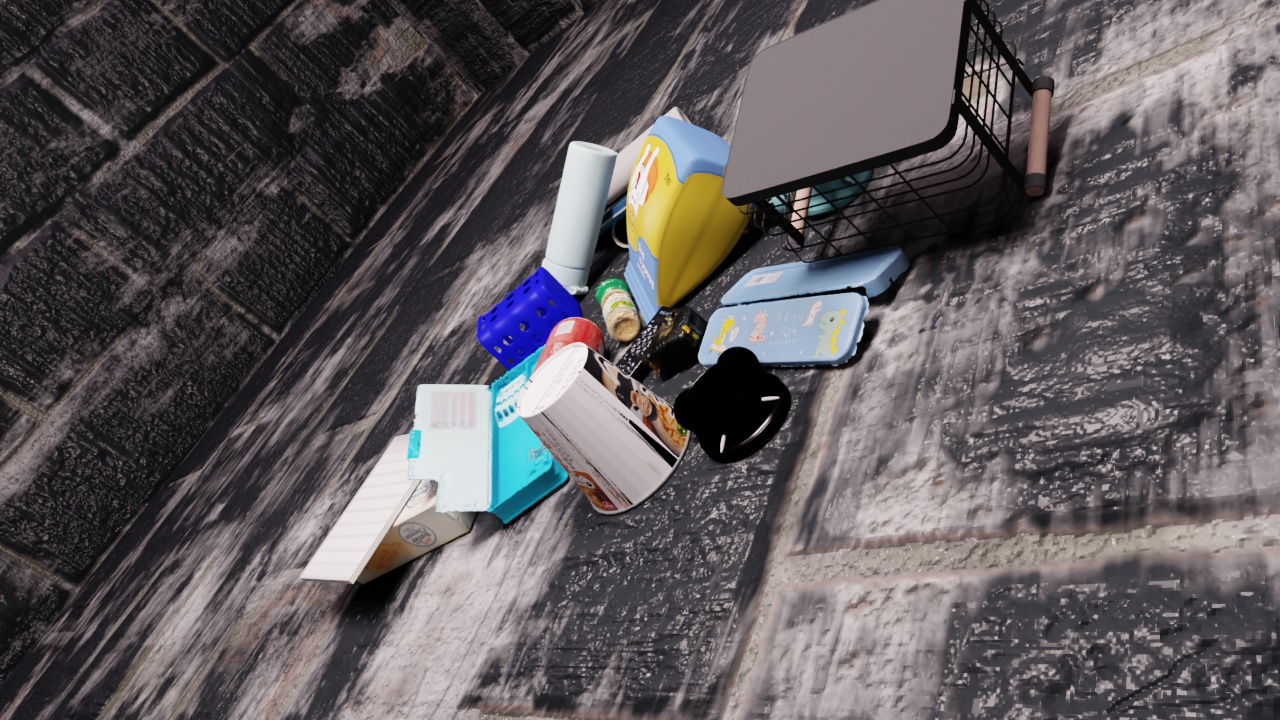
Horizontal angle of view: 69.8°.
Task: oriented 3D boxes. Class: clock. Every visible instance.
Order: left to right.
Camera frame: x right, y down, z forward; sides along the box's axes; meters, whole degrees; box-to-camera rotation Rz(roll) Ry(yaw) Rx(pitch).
[{"bbox_3d":[0.074,0.034,0.786,0.091,0.042,0.120,-44,25,4],"label":"clock"},{"bbox_3d":[0.178,-0.195,0.955,0.124,0.053,0.089,2,53,43],"label":"clock"}]

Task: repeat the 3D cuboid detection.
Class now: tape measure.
[{"bbox_3d":[0.037,-0.025,0.932,0.067,0.038,0.062,-40,17,41],"label":"tape measure"}]

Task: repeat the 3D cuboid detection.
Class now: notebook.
[{"bbox_3d":[-0.312,0.168,1.083,0.143,0.009,0.209,-14,40,48],"label":"notebook"}]

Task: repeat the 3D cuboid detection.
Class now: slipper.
[{"bbox_3d":[0.002,-0.209,1.261,0.118,0.060,0.296,-50,11,-24],"label":"slipper"}]

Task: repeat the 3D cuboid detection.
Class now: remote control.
[{"bbox_3d":[-0.006,0.006,0.984,0.150,0.022,0.047,-51,26,-9],"label":"remote control"}]

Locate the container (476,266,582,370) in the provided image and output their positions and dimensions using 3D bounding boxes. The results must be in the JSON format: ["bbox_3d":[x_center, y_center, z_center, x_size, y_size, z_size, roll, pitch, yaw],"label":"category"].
[{"bbox_3d":[-0.145,-0.052,1.211,0.114,0.085,0.084,-39,26,12],"label":"container"}]

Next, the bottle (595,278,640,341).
[{"bbox_3d":[-0.027,-0.060,1.090,0.043,0.043,0.111,-40,25,11],"label":"bottle"}]

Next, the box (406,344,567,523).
[{"bbox_3d":[-0.166,0.087,1.028,0.182,0.072,0.226,-18,35,5],"label":"box"}]

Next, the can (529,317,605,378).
[{"bbox_3d":[-0.079,0.009,1.003,0.067,0.067,0.170,-38,15,16],"label":"can"}]

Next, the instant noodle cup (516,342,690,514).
[{"bbox_3d":[-0.040,0.055,0.837,0.124,0.122,0.123,-36,26,20],"label":"instant noodle cup"}]

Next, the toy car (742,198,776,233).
[{"bbox_3d":[0.140,-0.195,1.030,0.112,0.047,0.047,-45,25,5],"label":"toy car"}]

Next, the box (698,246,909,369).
[{"bbox_3d":[0.136,-0.048,0.829,0.127,0.034,0.210,-54,25,-21],"label":"box"}]

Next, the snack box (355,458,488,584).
[{"bbox_3d":[-0.271,0.181,1.083,0.208,0.057,0.104,-30,29,31],"label":"snack box"}]

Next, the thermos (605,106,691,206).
[{"bbox_3d":[-0.016,-0.304,1.435,0.225,0.052,0.052,-36,26,20],"label":"thermos"}]

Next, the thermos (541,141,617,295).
[{"bbox_3d":[-0.086,-0.187,1.242,0.078,0.065,0.207,29,115,32],"label":"thermos"}]

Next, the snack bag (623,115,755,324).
[{"bbox_3d":[0.037,-0.154,1.052,0.206,0.102,0.159,-64,25,24],"label":"snack bag"}]

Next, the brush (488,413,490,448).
[{"bbox_3d":[-0.193,0.091,1.145,0.126,0.017,0.048,-45,25,1],"label":"brush"}]

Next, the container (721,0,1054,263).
[{"bbox_3d":[0.199,-0.190,0.772,0.242,0.130,0.162,-8,60,44],"label":"container"}]
